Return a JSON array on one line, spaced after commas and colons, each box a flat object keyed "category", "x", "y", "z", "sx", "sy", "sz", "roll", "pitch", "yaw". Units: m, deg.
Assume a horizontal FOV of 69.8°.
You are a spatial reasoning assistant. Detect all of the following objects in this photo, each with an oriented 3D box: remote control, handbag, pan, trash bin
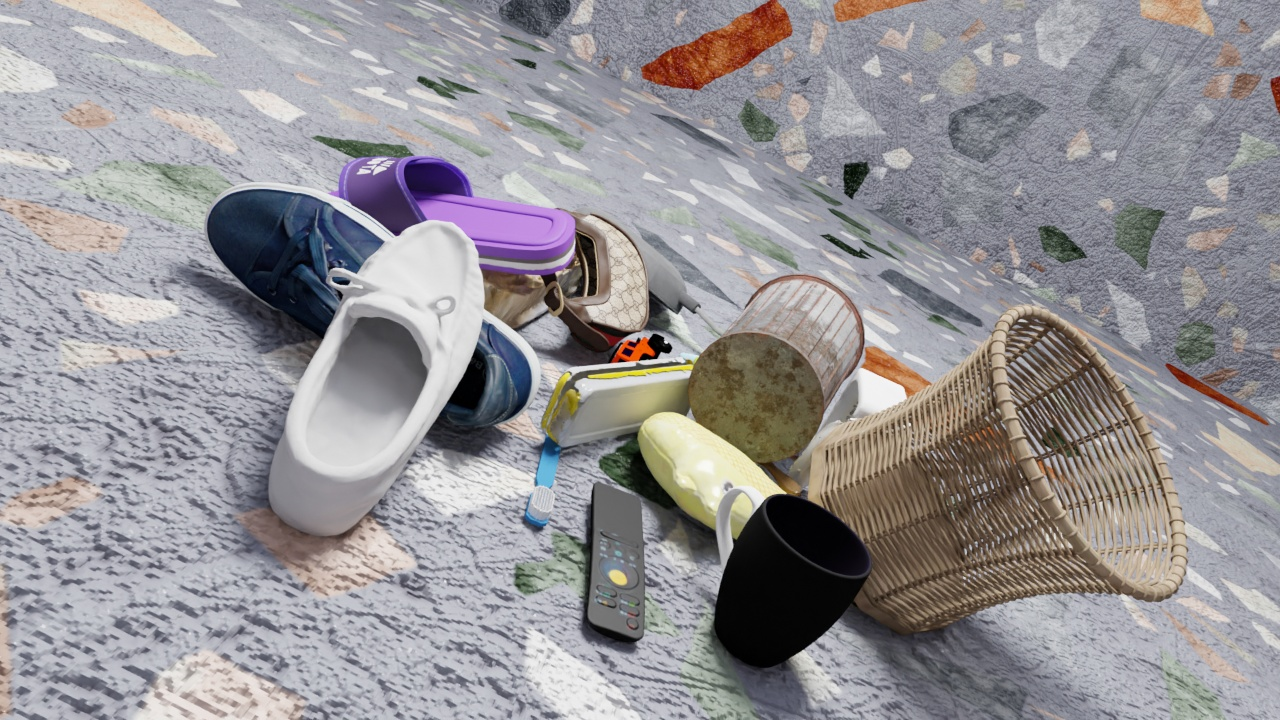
[{"category": "remote control", "x": -0.018, "y": 0.138, "z": 0.642, "sx": 0.041, "sy": 0.020, "sz": 0.151, "roll": 23, "pitch": 24, "yaw": -12}, {"category": "handbag", "x": -0.057, "y": -0.085, "z": 0.936, "sx": 0.138, "sy": 0.063, "sz": 0.166, "roll": 30, "pitch": 42, "yaw": -32}, {"category": "pan", "x": 0.054, "y": -0.072, "z": 1.076, "sx": 0.357, "sy": 0.041, "sz": 0.178, "roll": 39, "pitch": 2, "yaw": 17}, {"category": "trash bin", "x": 0.137, "y": -0.001, "z": 0.887, "sx": 0.131, "sy": 0.131, "sz": 0.210, "roll": 32, "pitch": 28, "yaw": 10}]

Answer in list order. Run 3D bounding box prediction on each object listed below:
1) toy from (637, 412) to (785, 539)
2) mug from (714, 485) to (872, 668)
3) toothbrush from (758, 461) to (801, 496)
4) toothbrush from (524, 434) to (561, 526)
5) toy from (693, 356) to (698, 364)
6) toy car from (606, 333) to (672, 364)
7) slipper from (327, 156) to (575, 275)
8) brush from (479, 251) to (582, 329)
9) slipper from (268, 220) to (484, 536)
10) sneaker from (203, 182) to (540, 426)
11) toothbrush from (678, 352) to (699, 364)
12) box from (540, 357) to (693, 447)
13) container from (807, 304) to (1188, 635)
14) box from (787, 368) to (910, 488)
[{"category": "toy", "x": 0.067, "y": 0.102, "z": 0.762, "sx": 0.170, "sy": 0.065, "sz": 0.154, "roll": 36, "pitch": 8, "yaw": 14}, {"category": "mug", "x": 0.087, "y": 0.146, "z": 0.636, "sx": 0.084, "sy": 0.100, "sz": 0.119, "roll": 6, "pitch": 31, "yaw": -42}, {"category": "toothbrush", "x": 0.109, "y": 0.089, "z": 0.872, "sx": 0.016, "sy": 0.016, "sz": 0.167, "roll": -5, "pitch": 25, "yaw": -20}, {"category": "toothbrush", "x": -0.071, "y": 0.078, "z": 0.718, "sx": 0.016, "sy": 0.014, "sz": 0.166, "roll": 24, "pitch": 22, "yaw": -9}, {"category": "toy", "x": 0.089, "y": 0.025, "z": 0.987, "sx": 0.094, "sy": 0.036, "sz": 0.093, "roll": 14, "pitch": 20, "yaw": -45}, {"category": "toy car", "x": -0.005, "y": 0.005, "z": 0.899, "sx": 0.049, "sy": 0.051, "sz": 0.100, "roll": 30, "pitch": 23, "yaw": 0}, {"category": "slipper", "x": -0.192, "y": -0.149, "z": 0.848, "sx": 0.266, "sy": 0.084, "sz": 0.107, "roll": 8, "pitch": 38, "yaw": 6}, {"category": "brush", "x": -0.123, "y": -0.090, "z": 0.966, "sx": 0.083, "sy": 0.057, "sz": 0.270, "roll": 31, "pitch": 22, "yaw": 6}, {"category": "slipper", "x": -0.166, "y": -0.006, "z": 0.598, "sx": 0.112, "sy": 0.075, "sz": 0.246, "roll": 35, "pitch": 45, "yaw": -20}, {"category": "sneaker", "x": -0.219, "y": -0.036, "z": 0.685, "sx": 0.294, "sy": 0.121, "sz": 0.127, "roll": 33, "pitch": 10, "yaw": 5}, {"category": "toothbrush", "x": 0.108, "y": 0.011, "z": 1.061, "sx": 0.154, "sy": 0.016, "sz": 0.022, "roll": 13, "pitch": -10, "yaw": -32}, {"category": "box", "x": -0.009, "y": 0.034, "z": 0.805, "sx": 0.033, "sy": 0.064, "sz": 0.209, "roll": 35, "pitch": 20, "yaw": 26}, {"category": "container", "x": 0.270, "y": 0.100, "z": 0.726, "sx": 0.226, "sy": 0.197, "sz": 0.226, "roll": 23, "pitch": 51, "yaw": -31}, {"category": "box", "x": 0.207, "y": 0.085, "z": 0.901, "sx": 0.083, "sy": 0.111, "sz": 0.190, "roll": 32, "pitch": 26, "yaw": 15}]
